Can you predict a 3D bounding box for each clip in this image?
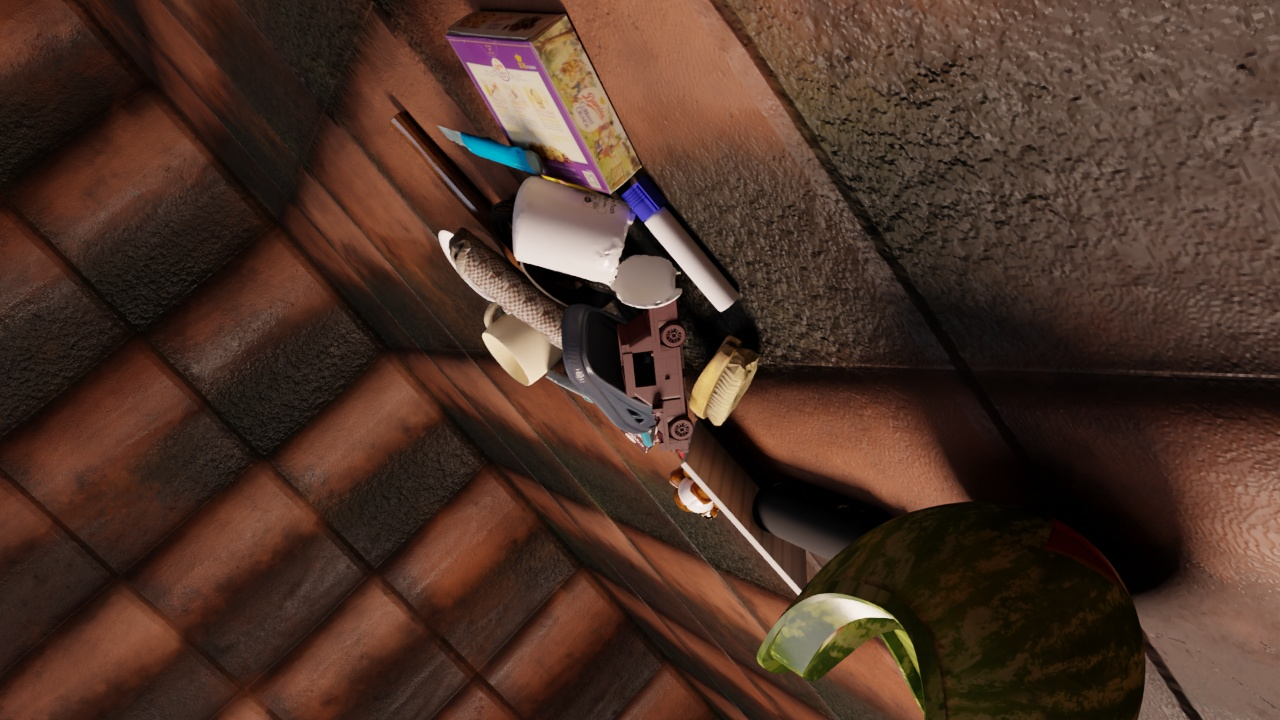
[{"bbox_3d":[-0.014,0.052,1.143,0.127,0.113,0.028,64,164,-11],"label":"clip"}]

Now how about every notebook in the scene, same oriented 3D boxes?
[{"bbox_3d":[0.127,0.172,1.088,0.210,0.009,0.142,48,-163,-6],"label":"notebook"}]

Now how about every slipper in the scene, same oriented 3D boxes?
[{"bbox_3d":[-0.006,0.006,1.009,0.083,0.110,0.268,-7,161,17],"label":"slipper"},{"bbox_3d":[-0.078,0.023,1.266,0.098,0.054,0.269,24,177,-6],"label":"slipper"},{"bbox_3d":[-0.095,-0.109,0.994,0.268,0.075,0.113,27,154,47],"label":"slipper"}]

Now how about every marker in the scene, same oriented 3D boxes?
[{"bbox_3d":[0.036,-0.100,0.797,0.133,0.023,0.027,49,142,-8],"label":"marker"}]

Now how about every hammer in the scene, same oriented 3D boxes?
[{"bbox_3d":[-0.196,-0.180,1.153,0.323,0.033,0.115,49,161,-6],"label":"hammer"}]

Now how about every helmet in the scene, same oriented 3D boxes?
[{"bbox_3d":[0.240,0.217,0.670,0.213,0.246,0.244,54,131,43],"label":"helmet"}]

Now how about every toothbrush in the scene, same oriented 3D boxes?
[{"bbox_3d":[-0.074,-0.175,0.898,0.135,0.016,0.021,35,164,31],"label":"toothbrush"}]

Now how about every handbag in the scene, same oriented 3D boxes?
[{"bbox_3d":[-0.142,-0.077,1.045,0.186,0.047,0.124,37,-175,-19],"label":"handbag"}]

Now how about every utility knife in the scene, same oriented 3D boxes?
[{"bbox_3d":[-0.146,-0.203,0.871,0.205,0.015,0.031,28,155,46],"label":"utility knife"}]

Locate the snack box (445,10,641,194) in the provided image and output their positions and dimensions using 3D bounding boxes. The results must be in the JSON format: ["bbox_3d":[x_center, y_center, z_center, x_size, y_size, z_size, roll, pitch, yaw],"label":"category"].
[{"bbox_3d":[-0.083,-0.220,0.776,0.143,0.040,0.148,27,154,47],"label":"snack box"}]

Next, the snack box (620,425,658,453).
[{"bbox_3d":[0.002,0.082,1.271,0.051,0.031,0.141,42,162,13],"label":"snack box"}]

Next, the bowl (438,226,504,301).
[{"bbox_3d":[-0.200,-0.129,1.148,0.110,0.040,0.110,40,158,19],"label":"bowl"}]

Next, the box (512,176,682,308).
[{"bbox_3d":[-0.034,-0.105,0.825,0.166,0.083,0.093,14,129,-1],"label":"box"}]

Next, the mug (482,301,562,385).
[{"bbox_3d":[-0.152,-0.042,1.240,0.120,0.099,0.096,55,160,-21],"label":"mug"}]

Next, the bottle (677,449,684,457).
[{"bbox_3d":[0.083,0.137,1.196,0.119,0.036,0.036,41,162,17],"label":"bottle"}]

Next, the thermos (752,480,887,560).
[{"bbox_3d":[0.208,0.181,0.958,0.061,0.061,0.232,54,161,-23],"label":"thermos"}]

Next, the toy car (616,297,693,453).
[{"bbox_3d":[0.014,0.007,0.902,0.070,0.062,0.170,-104,7,-66],"label":"toy car"}]

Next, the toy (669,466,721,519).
[{"bbox_3d":[0.081,0.180,1.268,0.087,0.067,0.113,46,154,1],"label":"toy"}]

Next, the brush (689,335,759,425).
[{"bbox_3d":[0.082,0.024,0.911,0.043,0.059,0.196,34,163,9],"label":"brush"}]
